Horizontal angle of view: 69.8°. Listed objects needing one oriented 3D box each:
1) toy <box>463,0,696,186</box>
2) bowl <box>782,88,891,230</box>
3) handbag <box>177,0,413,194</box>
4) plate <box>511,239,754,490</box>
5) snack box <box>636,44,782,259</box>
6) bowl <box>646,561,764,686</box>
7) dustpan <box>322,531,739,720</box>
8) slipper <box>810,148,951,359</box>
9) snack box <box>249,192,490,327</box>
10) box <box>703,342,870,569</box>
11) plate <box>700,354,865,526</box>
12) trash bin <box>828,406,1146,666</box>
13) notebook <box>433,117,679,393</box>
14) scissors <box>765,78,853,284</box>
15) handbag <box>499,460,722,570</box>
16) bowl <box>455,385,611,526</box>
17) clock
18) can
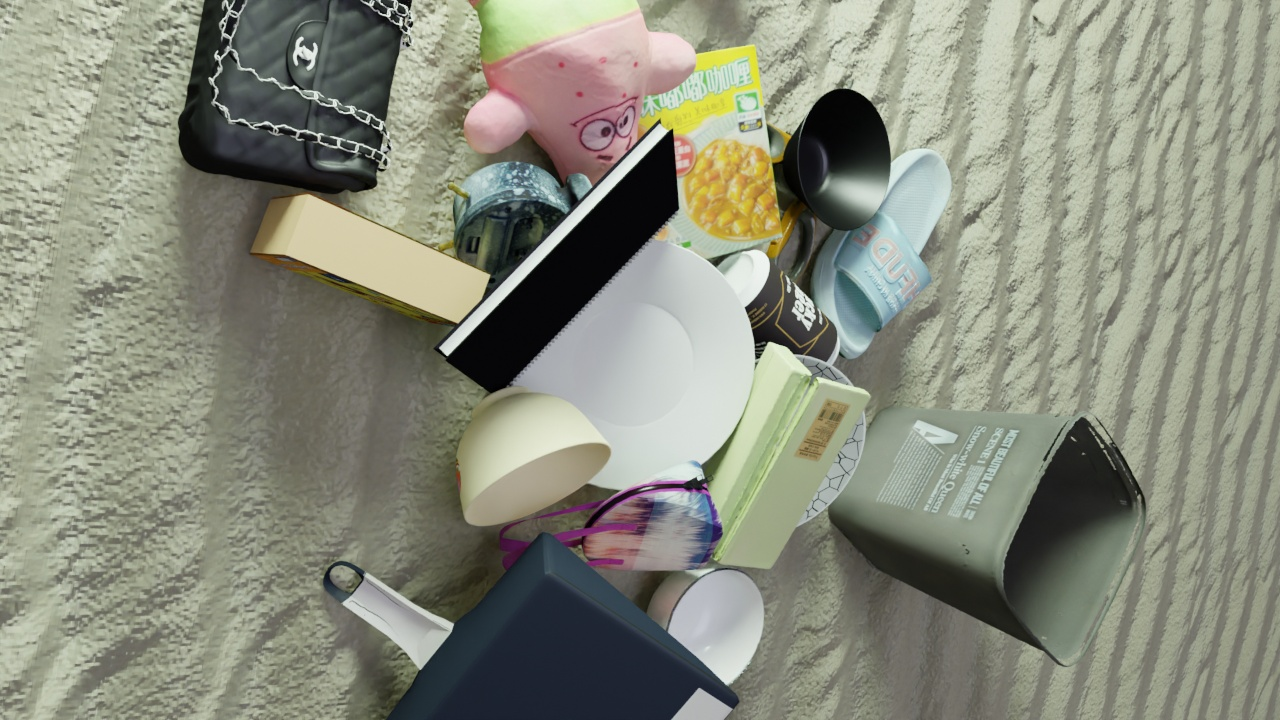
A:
[{"bbox_3d":[-0.047,-0.196,0.680,0.191,0.097,0.237,-28,122,-20],"label":"toy"},{"bbox_3d":[0.167,-0.180,0.835,0.123,0.053,0.124,-5,98,-36],"label":"bowl"},{"bbox_3d":[-0.198,-0.182,0.560,0.125,0.115,0.153,11,86,-38],"label":"handbag"},{"bbox_3d":[-0.004,0.005,0.757,0.208,0.015,0.209,-3,100,-17],"label":"plate"},{"bbox_3d":[0.050,-0.170,0.778,0.131,0.027,0.168,-17,107,-22],"label":"snack box"},{"bbox_3d":[0.050,0.233,0.824,0.113,0.063,0.113,-6,100,-34],"label":"bowl"},{"bbox_3d":[-0.112,0.237,0.654,0.273,0.080,0.236,37,97,-16],"label":"dustpan"},{"bbox_3d":[0.251,-0.114,0.912,0.104,0.074,0.245,45,69,-30],"label":"slipper"},{"bbox_3d":[-0.178,-0.064,0.605,0.125,0.088,0.040,23,83,-35],"label":"snack box"},{"bbox_3d":[0.103,0.083,0.797,0.091,0.083,0.188,14,110,-40],"label":"box"},{"bbox_3d":[0.117,0.079,0.847,0.188,0.016,0.189,-6,115,-14],"label":"plate"},{"bbox_3d":[0.334,0.153,0.917,0.197,0.220,0.197,45,70,-31],"label":"trash bin"},{"bbox_3d":[-0.049,-0.063,0.651,0.016,0.149,0.206,43,85,11],"label":"notebook"},{"bbox_3d":[0.144,-0.182,0.861,0.225,0.016,0.225,29,80,-35],"label":"scissors"},{"bbox_3d":[-0.028,0.138,0.736,0.169,0.145,0.068,-8,57,-17],"label":"handbag"},{"bbox_3d":[-0.090,0.062,0.687,0.117,0.118,0.074,-14,64,-33],"label":"bowl"},{"bbox_3d":[-0.078,-0.096,0.666,0.129,0.052,0.090,1,139,-21],"label":"clock"},{"bbox_3d":[0.119,-0.038,0.830,0.128,0.072,0.071,38,74,-33],"label":"can"}]
